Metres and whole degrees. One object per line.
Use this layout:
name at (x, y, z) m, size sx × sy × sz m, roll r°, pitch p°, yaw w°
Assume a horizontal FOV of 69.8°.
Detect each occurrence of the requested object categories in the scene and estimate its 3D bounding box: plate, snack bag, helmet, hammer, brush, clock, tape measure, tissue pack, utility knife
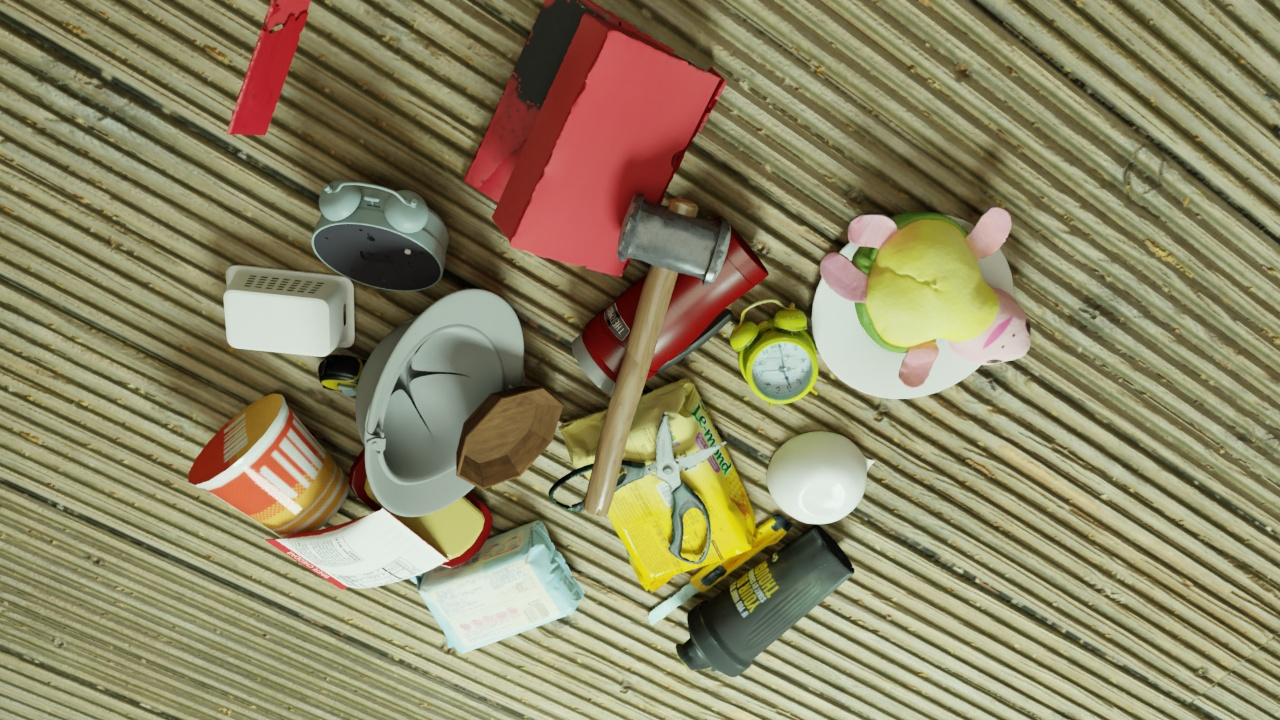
plate at (0.283, -0.055, 0.961) m, size 0.208 × 0.015 × 0.209 m, roll 0°, pitch 116°, yaw -1°
snack bag at (0.028, 0.146, 1.028) m, size 0.160 × 0.068 × 0.247 m, roll -23°, pitch 114°, yaw 9°
helmet at (-0.224, 0.024, 0.937) m, size 0.182 × 0.118 × 0.272 m, roll -19°, pitch 134°, yaw -41°
hammer at (-0.005, 0.005, 0.875) m, size 0.098 × 0.052 × 0.329 m, roll 16°, pitch 110°, yaw -3°
brush at (-0.241, 0.158, 1.023) m, size 0.173 × 0.042 × 0.082 m, roll 46°, pitch 74°, yaw -20°
clock at (-0.244, -0.119, 0.863) m, size 0.122 × 0.045 × 0.160 m, roll 9°, pitch 155°, yaw -3°
snack bag at (-0.301, 0.208, 0.985) m, size 0.144 × 0.039 × 0.131 m, roll -17°, pitch 139°, yaw 15°
tape measure at (-0.307, 0.018, 0.966) m, size 0.061 × 0.034 × 0.061 m, roll 8°, pitch 160°, yaw -4°
tissue pack at (-0.172, 0.270, 1.086) m, size 0.182 × 0.069 × 0.112 m, roll -22°, pitch 114°, yaw 12°
clock at (0.140, -0.010, 0.960) m, size 0.083 × 0.057 × 0.119 m, roll -19°, pitch 108°, yaw 9°
utility knife at (0.092, 0.257, 1.115) m, size 0.225 × 0.019 × 0.030 m, roll -40°, pitch 101°, yaw 20°
plate at (-0.141, 0.075, 0.955) m, size 0.131 × 0.025 × 0.131 m, roll -33°, pitch 145°, yaw -26°

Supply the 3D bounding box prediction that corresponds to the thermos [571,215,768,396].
thermos at (0.035, -0.047, 0.930) m, size 0.199 × 0.084 × 0.108 m, roll -40°, pitch 137°, yaw 14°

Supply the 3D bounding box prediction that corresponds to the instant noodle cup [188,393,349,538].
instant noodle cup at (-0.391, 0.122, 0.988) m, size 0.123 × 0.123 × 0.121 m, roll -30°, pitch 120°, yaw 13°

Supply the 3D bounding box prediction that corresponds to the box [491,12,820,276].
box at (0.040, -0.215, 0.978) m, size 0.171 × 0.477 × 0.215 m, roll 33°, pitch 113°, yaw 9°

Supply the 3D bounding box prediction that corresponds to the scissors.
scissors at (-0.003, 0.142, 0.979) m, size 0.204 × 0.015 × 0.202 m, roll -3°, pitch 118°, yaw 5°

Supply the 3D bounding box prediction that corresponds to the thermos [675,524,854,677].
thermos at (0.147, 0.290, 1.092) m, size 0.221 × 0.098 × 0.098 m, roll -42°, pitch 110°, yaw 11°

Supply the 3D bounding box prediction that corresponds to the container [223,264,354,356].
container at (-0.363, -0.047, 0.937) m, size 0.129 × 0.049 × 0.081 m, roll 6°, pitch 116°, yaw -4°

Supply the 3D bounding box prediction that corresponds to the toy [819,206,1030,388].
toy at (0.287, -0.067, 0.898) m, size 0.238 × 0.088 × 0.190 m, roll 23°, pitch 94°, yaw -17°

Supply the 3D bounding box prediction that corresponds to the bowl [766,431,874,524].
bowl at (0.203, 0.141, 1.037) m, size 0.114 × 0.050 × 0.115 m, roll 0°, pitch 116°, yaw -1°
